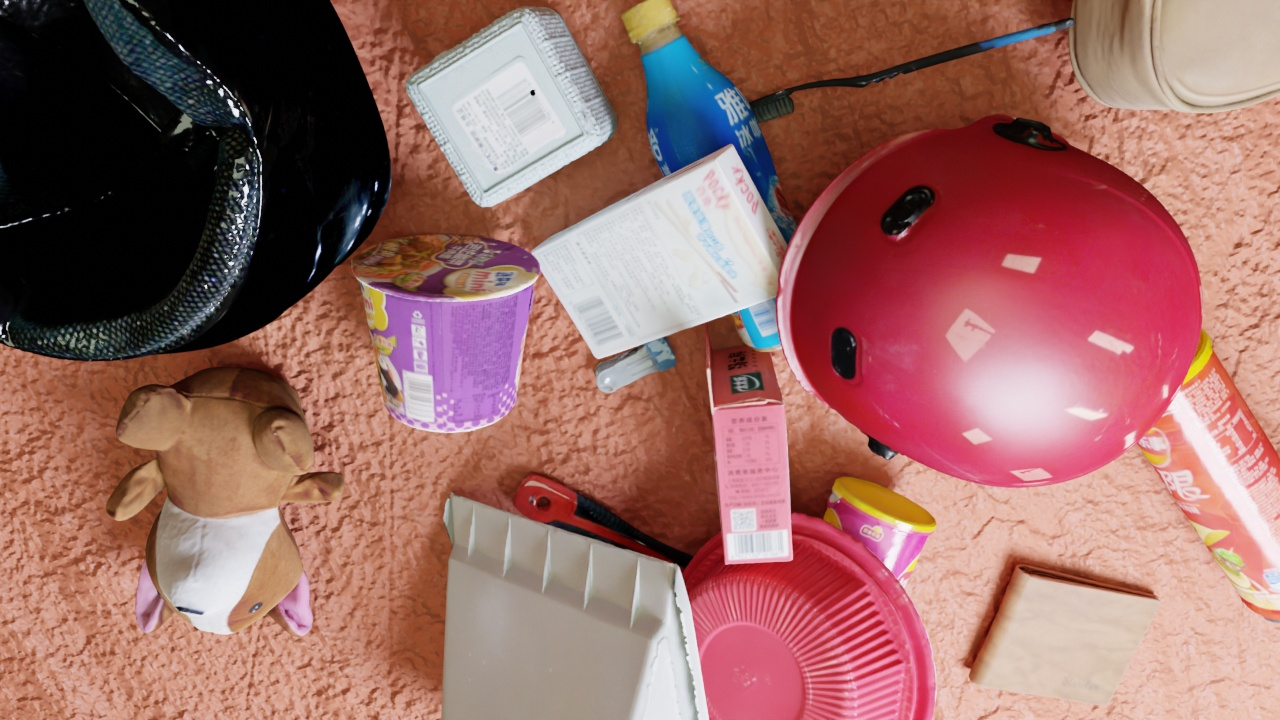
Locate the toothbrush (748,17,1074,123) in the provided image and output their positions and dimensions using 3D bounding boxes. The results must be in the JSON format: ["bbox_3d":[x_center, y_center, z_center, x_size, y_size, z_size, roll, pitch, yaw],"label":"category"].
[{"bbox_3d":[0.150,-0.168,0.536,0.190,0.014,0.016,-9,109,22],"label":"toothbrush"}]

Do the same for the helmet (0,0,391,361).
[{"bbox_3d":[-0.260,-0.133,0.471,0.234,0.230,0.274,-28,83,17],"label":"helmet"}]

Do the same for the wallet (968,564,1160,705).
[{"bbox_3d":[0.314,0.206,0.680,0.115,0.020,0.101,12,109,-6],"label":"wallet"}]

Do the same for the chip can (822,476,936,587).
[{"bbox_3d":[0.130,0.190,0.636,0.071,0.071,0.211,19,101,-5],"label":"chip can"}]

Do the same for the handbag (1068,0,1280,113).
[{"bbox_3d":[0.312,-0.238,0.493,0.147,0.100,0.205,1,109,-18],"label":"handbag"}]

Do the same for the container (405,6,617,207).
[{"bbox_3d":[-0.071,-0.144,0.522,0.090,0.111,0.090,-28,106,10],"label":"container"}]

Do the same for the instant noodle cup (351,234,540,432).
[{"bbox_3d":[-0.119,-0.016,0.573,0.111,0.111,0.099,4,117,-1],"label":"instant noodle cup"}]

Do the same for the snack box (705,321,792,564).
[{"bbox_3d":[0.068,0.045,0.580,0.044,0.113,0.127,-4,108,5],"label":"snack box"}]

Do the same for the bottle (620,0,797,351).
[{"bbox_3d":[0.049,-0.112,0.556,0.065,0.065,0.219,-25,105,9],"label":"bottle"}]

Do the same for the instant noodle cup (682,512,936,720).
[{"bbox_3d":[0.083,0.198,0.587,0.194,0.065,0.194,-2,87,34],"label":"instant noodle cup"}]

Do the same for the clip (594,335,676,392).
[{"bbox_3d":[-0.004,0.003,0.619,0.058,0.038,0.026,-27,107,8],"label":"clip"}]

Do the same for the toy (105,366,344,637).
[{"bbox_3d":[-0.275,0.107,0.609,0.140,0.130,0.200,13,117,-9],"label":"toy"}]

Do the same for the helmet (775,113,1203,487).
[{"bbox_3d":[0.206,-0.020,0.504,0.239,0.144,0.207,8,110,-35],"label":"helmet"}]

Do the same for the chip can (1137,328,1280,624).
[{"bbox_3d":[0.387,0.076,0.607,0.073,0.073,0.216,-38,103,12],"label":"chip can"}]

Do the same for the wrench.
[{"bbox_3d":[0.029,0.160,0.670,0.273,0.016,0.056,34,100,-10],"label":"wrench"}]

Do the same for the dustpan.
[{"bbox_3d":[-0.032,0.239,0.631,0.223,0.142,0.257,8,88,42],"label":"dustpan"}]

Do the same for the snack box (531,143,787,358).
[{"bbox_3d":[0.010,-0.059,0.552,0.157,0.026,0.085,-19,108,41],"label":"snack box"}]
